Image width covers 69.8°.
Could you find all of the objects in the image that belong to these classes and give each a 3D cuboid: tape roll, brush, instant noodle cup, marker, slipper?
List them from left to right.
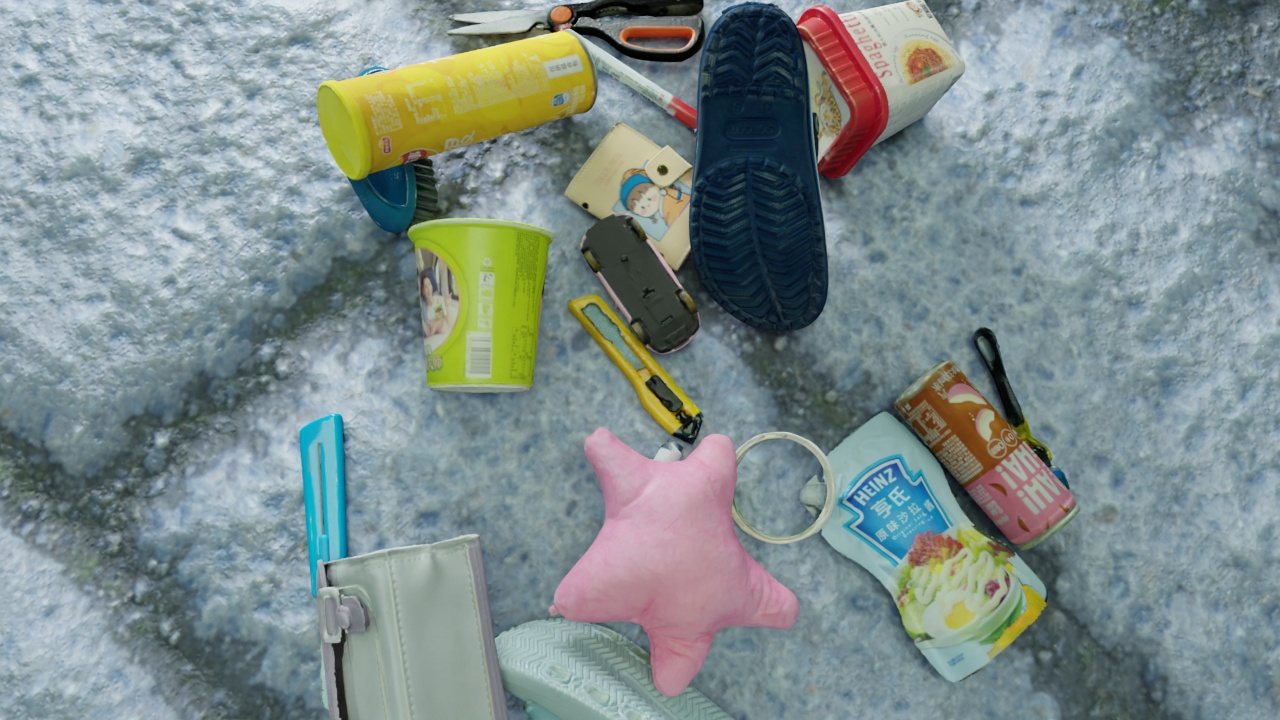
[{"bbox_3d":[-0.209,-0.172,0.741,0.055,0.073,0.143,-22,74,37],"label":"brush"},{"bbox_3d":[-0.123,-0.037,0.705,0.111,0.112,0.123,0,86,-2],"label":"instant noodle cup"},{"bbox_3d":[-0.007,0.118,0.714,0.022,0.018,0.130,29,78,14],"label":"marker"},{"bbox_3d":[-0.007,-0.239,0.782,0.145,0.017,0.017,32,78,-4],"label":"marker"},{"bbox_3d":[-0.002,0.264,0.641,0.245,0.103,0.074,30,106,14],"label":"slipper"},{"bbox_3d":[0.092,-0.150,0.734,0.105,0.095,0.253,-4,101,14],"label":"slipper"},{"bbox_3d":[0.107,0.098,0.706,0.086,0.014,0.085,-3,82,22],"label":"tape roll"},{"bbox_3d":[0.185,-0.230,0.756,0.124,0.117,0.116,-24,79,-20],"label":"instant noodle cup"}]

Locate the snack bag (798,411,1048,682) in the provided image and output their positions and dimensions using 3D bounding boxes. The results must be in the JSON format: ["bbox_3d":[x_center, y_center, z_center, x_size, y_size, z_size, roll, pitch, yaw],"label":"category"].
[{"bbox_3d":[0.213,0.139,0.706,0.110,0.039,0.191,-39,78,-3],"label":"snack bag"}]

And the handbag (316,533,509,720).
[{"bbox_3d":[-0.161,0.225,0.621,0.098,0.145,0.197,-3,77,-36],"label":"handbag"}]

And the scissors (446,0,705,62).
[{"bbox_3d":[-0.055,-0.311,0.813,0.235,0.022,0.152,19,70,10],"label":"scissors"}]

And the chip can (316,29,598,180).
[{"bbox_3d":[-0.137,-0.204,0.715,0.212,0.072,0.072,-26,78,-30],"label":"chip can"}]

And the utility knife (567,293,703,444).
[{"bbox_3d":[-0.004,0.004,0.740,0.033,0.015,0.156,-39,81,-12],"label":"utility knife"}]

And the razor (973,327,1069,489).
[{"bbox_3d":[0.299,0.040,0.738,0.043,0.022,0.142,-24,76,29],"label":"razor"}]

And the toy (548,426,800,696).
[{"bbox_3d":[0.012,0.136,0.665,0.178,0.075,0.194,-19,80,-22],"label":"toy"}]

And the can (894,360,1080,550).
[{"bbox_3d":[0.263,0.071,0.705,0.058,0.058,0.147,-36,76,-9],"label":"can"}]

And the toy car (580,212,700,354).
[{"bbox_3d":[0.001,-0.062,0.741,0.056,0.037,0.122,-34,85,-1],"label":"toy car"}]

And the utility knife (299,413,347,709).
[{"bbox_3d":[-0.238,0.153,0.700,0.034,0.018,0.225,-6,79,-4],"label":"utility knife"}]

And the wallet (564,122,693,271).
[{"bbox_3d":[0.007,-0.140,0.769,0.115,0.024,0.087,34,80,3],"label":"wallet"}]
